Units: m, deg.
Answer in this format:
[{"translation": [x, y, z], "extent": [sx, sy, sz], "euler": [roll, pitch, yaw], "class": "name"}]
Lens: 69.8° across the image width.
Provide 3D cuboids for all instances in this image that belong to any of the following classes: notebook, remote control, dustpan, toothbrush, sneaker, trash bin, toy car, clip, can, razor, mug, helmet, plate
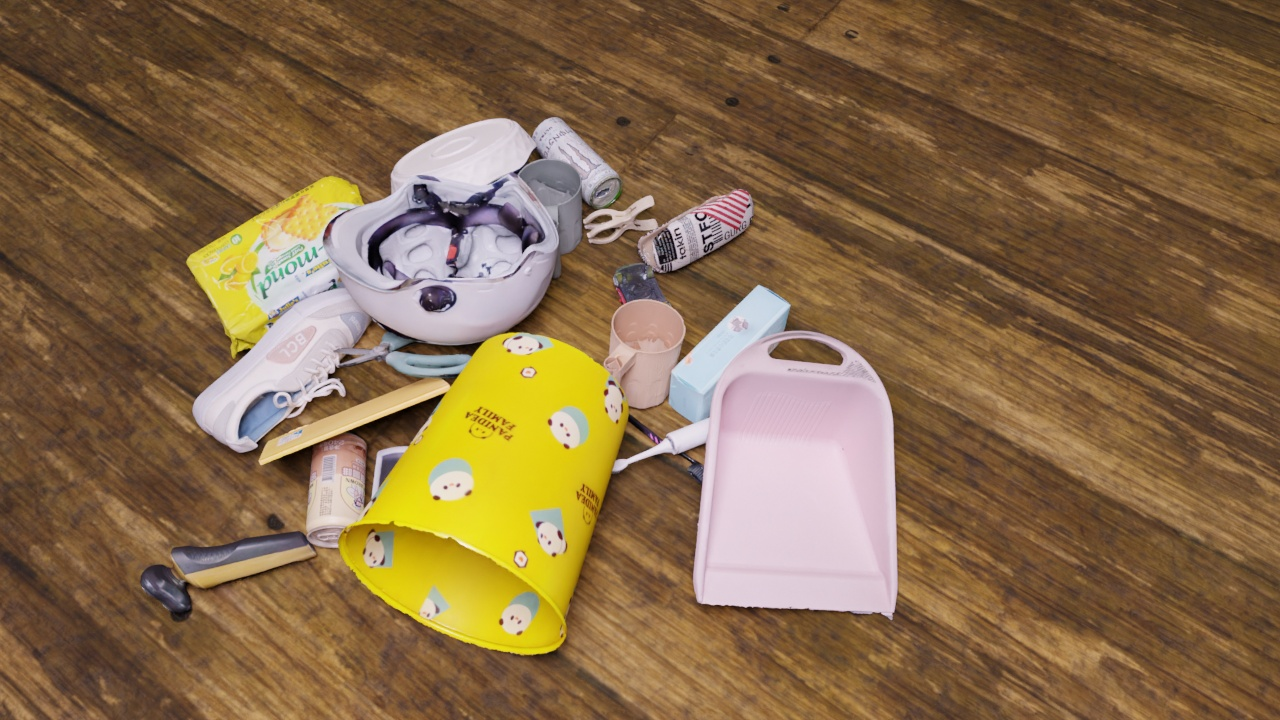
[{"translation": [-0.316, 0.061, 1.020], "extent": [0.206, 0.146, 0.010], "euler": [-23, 100, -16], "class": "notebook"}, {"translation": [-0.268, 0.164, 1.010], "extent": [0.058, 0.021, 0.149], "euler": [-2, 58, -2], "class": "remote control"}, {"translation": [0.167, 0.115, 0.960], "extent": [0.222, 0.139, 0.272], "euler": [4, 53, -14], "class": "dustpan"}, {"translation": [0.060, 0.086, 1.047], "extent": [0.220, 0.026, 0.026], "euler": [-20, 65, -21], "class": "toothbrush"}, {"translation": [-0.395, 0.010, 1.066], "extent": [0.091, 0.090, 0.241], "euler": [31, 64, 27], "class": "sneaker"}, {"translation": [-0.138, 0.124, 0.927], "extent": [0.230, 0.230, 0.254], "euler": [16, 53, 9], "class": "trash bin"}, {"translation": [0.003, -0.073, 1.155], "extent": [0.053, 0.045, 0.120], "euler": [-13, 52, -12], "class": "toy car"}, {"translation": [-0.027, -0.188, 1.228], "extent": [0.099, 0.066, 0.034], "euler": [-16, 58, 2], "class": "clip"}, {"translation": [-0.331, 0.140, 1.002], "extent": [0.058, 0.059, 0.116], "euler": [-5, 57, -5], "class": "can"}, {"translation": [-0.428, 0.216, 0.961], "extent": [0.167, 0.062, 0.067], "euler": [-12, 88, -15], "class": "razor"}, {"translation": [-0.116, -0.181, 1.189], "extent": [0.083, 0.103, 0.123], "euler": [-2, 58, -3], "class": "mug"}, {"translation": [-0.006, 0.006, 1.057], "extent": [0.084, 0.104, 0.124], "euler": [28, 51, 16], "class": "mug"}, {"translation": [0.009, 0.086, 1.069], "extent": [0.189, 0.014, 0.017], "euler": [36, 59, 21], "class": "toothbrush"}, {"translation": [-0.224, -0.103, 1.074], "extent": [0.258, 0.146, 0.229], "euler": [-12, 43, -13], "class": "helmet"}, {"translation": [-0.242, -0.267, 1.224], "extent": [0.205, 0.045, 0.204], "euler": [-16, 31, 10], "class": "plate"}, {"translation": [-0.089, -0.275, 1.278], "extent": [0.058, 0.058, 0.146], "euler": [-32, 63, -20], "class": "can"}]

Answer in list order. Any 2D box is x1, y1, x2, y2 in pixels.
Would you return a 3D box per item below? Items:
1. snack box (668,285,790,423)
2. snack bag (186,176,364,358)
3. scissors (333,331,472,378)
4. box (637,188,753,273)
[{"translation": [0.106, -0.007, 1.096], "extent": [0.051, 0.074, 0.174], "euler": [36, 63, 21], "class": "snack box"}, {"translation": [-0.434, -0.123, 1.154], "extent": [0.246, 0.068, 0.158], "euler": [-36, 61, -13], "class": "snack bag"}, {"translation": [-0.267, -0.017, 1.087], "extent": [0.170, 0.019, 0.181], "euler": [4, 24, 5], "class": "scissors"}, {"translation": [0.070, -0.173, 1.217], "extent": [0.162, 0.076, 0.087], "euler": [-34, 34, -21], "class": "box"}]
